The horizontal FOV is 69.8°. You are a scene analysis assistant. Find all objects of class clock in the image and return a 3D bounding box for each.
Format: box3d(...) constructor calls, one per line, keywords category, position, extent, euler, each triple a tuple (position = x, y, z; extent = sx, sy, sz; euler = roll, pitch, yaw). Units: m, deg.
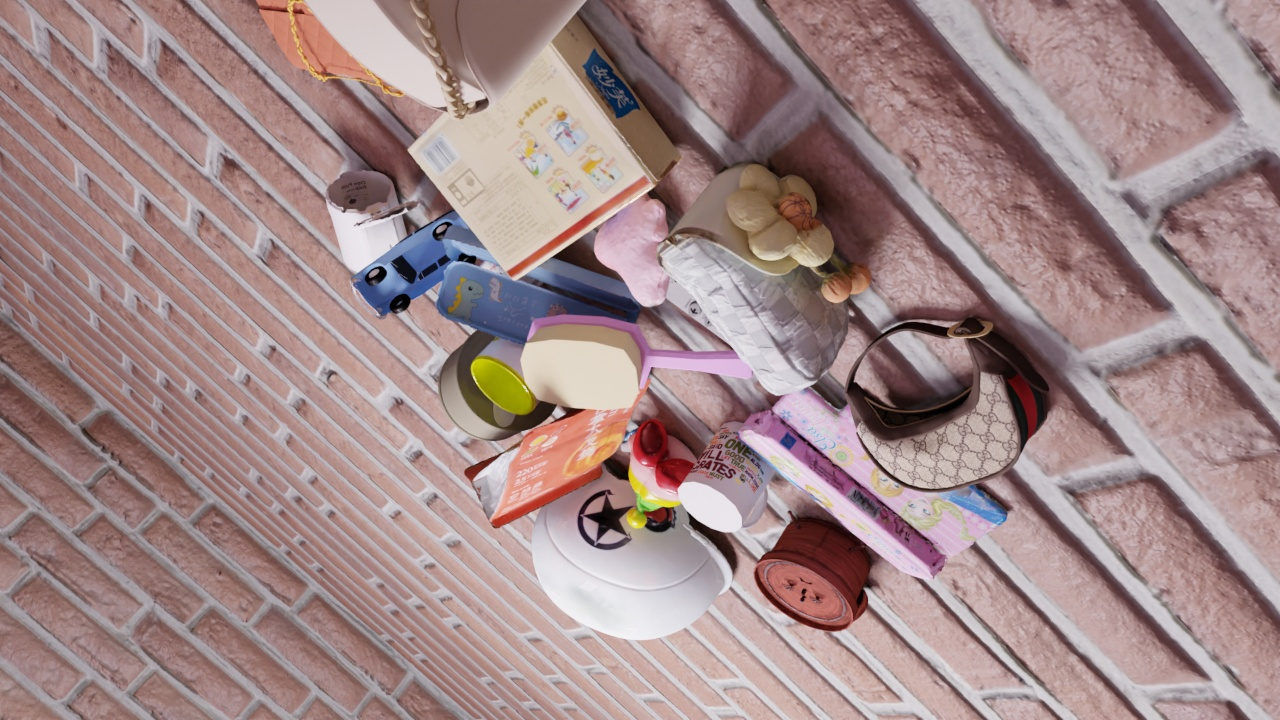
box3d(category="clock", position=(0.194, 0.244, 1.027), extent=(0.121, 0.072, 0.158), euler=(22, 142, 24))

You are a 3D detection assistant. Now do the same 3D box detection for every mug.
box3d(category="mug", position=(0.101, 0.132, 0.968), extent=(0.074, 0.089, 0.105), euler=(-1, 130, 44))
box3d(category="mug", position=(-0.120, -0.005, 1.000), extent=(0.082, 0.105, 0.083), euler=(25, 144, 20))

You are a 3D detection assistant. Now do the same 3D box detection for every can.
box3d(category="can", position=(-0.163, 0.026, 1.060), extent=(0.128, 0.127, 0.073), euler=(46, 148, -11))

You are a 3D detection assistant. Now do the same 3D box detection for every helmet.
box3d(category="helmet", position=(-0.026, 0.269, 1.188), extent=(0.264, 0.163, 0.237), euler=(28, 147, 14))

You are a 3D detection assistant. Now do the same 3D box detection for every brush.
box3d(category="brush", position=(-0.005, 0.005, 0.894), extent=(0.229, 0.043, 0.089), euler=(4, 127, 15))

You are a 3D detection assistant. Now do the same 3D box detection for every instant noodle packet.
box3d(category="instant noodle packet", position=(-0.087, 0.094, 1.024), extent=(0.084, 0.164, 0.222), euler=(61, 149, 11))

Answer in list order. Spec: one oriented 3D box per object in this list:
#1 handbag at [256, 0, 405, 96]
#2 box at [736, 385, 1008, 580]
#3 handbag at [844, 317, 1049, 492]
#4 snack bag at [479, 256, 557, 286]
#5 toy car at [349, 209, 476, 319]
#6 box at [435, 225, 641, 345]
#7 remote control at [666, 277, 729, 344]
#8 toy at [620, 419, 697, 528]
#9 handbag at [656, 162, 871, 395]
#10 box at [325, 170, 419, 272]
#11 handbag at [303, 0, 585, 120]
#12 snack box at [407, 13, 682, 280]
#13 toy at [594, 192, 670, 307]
box3d(category="handbag", position=(-0.275, -0.304, 0.839), extent=(0.172, 0.060, 0.109), euler=(17, 145, 29))
box3d(category="box", position=(0.209, 0.118, 0.875), extent=(0.230, 0.066, 0.159), euler=(39, 146, -1))
box3d(category="handbag", position=(0.243, 0.032, 0.747), extent=(0.138, 0.063, 0.167), euler=(51, 143, -3))
box3d(category="snack bag", position=(-0.151, -0.083, 1.006), extent=(0.070, 0.016, 0.197), euler=(31, 149, -17))
box3d(category="toy car", position=(-0.234, -0.105, 0.973), extent=(0.056, 0.153, 0.054), euler=(56, -179, -39))
box3d(category="box", position=(-0.103, -0.065, 0.930), extent=(0.209, 0.049, 0.121), euler=(20, 131, 4))
box3d(category="remote control", position=(0.080, -0.048, 0.837), extent=(0.151, 0.019, 0.074), euler=(36, 147, 3))
box3d(category="toy", position=(0.012, 0.133, 1.057), extent=(0.124, 0.096, 0.131), euler=(42, 162, 17))
box3d(category="handbag", position=(0.108, -0.065, 0.713), extent=(0.124, 0.112, 0.171), euler=(-22, 114, 45))
box3d(category="box", position=(-0.284, -0.144, 0.998), extent=(0.143, 0.083, 0.137), euler=(50, 155, 35))
box3d(category="handbag", position=(-0.120, -0.282, 0.576), extent=(0.103, 0.210, 0.208), euler=(5, 141, 40))
box3d(category="snack box", position=(-0.086, -0.176, 0.781), extent=(0.208, 0.055, 0.153), euler=(-26, 108, 45))
box3d(category="toy", position=(-0.004, -0.107, 0.815), extent=(0.102, 0.050, 0.093), euler=(44, 129, 39))
